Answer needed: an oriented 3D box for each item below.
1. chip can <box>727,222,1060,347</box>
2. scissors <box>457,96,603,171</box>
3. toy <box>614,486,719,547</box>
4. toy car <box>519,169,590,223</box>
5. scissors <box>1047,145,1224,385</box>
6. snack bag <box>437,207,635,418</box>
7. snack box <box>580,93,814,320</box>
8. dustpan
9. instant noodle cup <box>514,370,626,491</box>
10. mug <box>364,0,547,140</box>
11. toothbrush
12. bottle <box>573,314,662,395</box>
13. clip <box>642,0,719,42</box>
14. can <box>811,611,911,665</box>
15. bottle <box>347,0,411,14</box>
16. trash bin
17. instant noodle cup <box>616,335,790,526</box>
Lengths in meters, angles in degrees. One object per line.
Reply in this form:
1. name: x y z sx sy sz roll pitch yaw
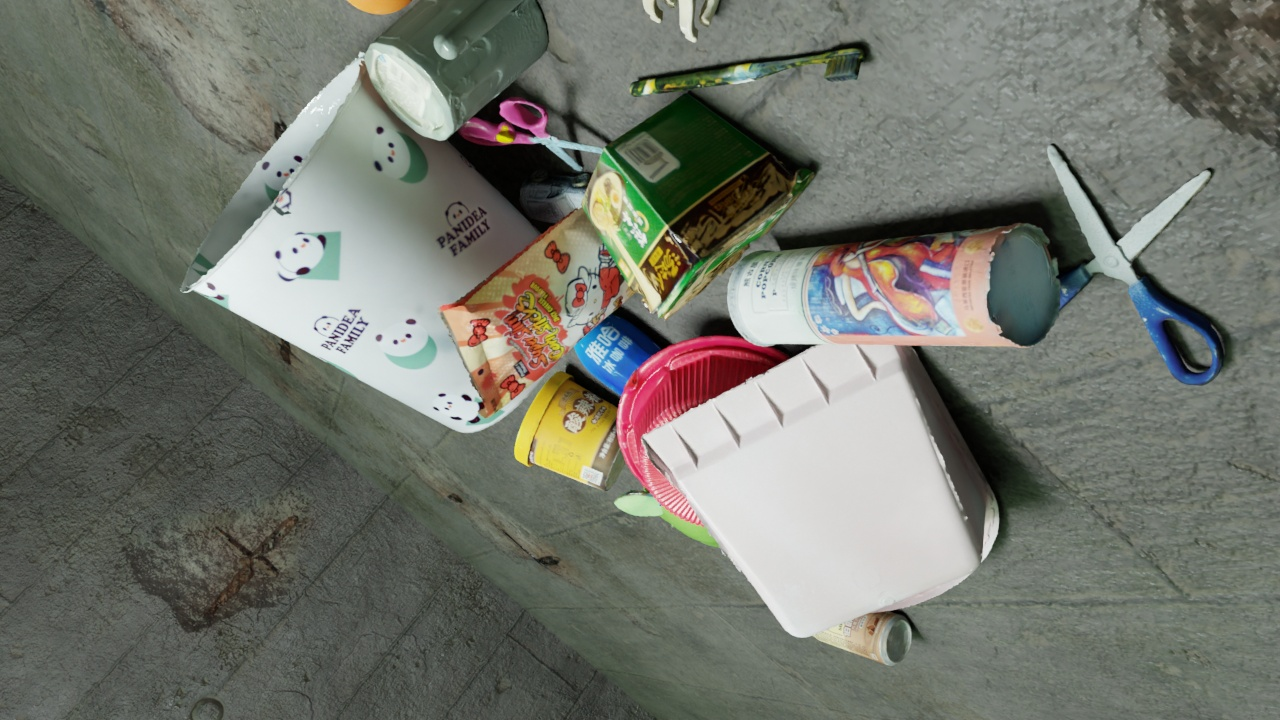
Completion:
1. chip can: 0.151 -0.043 0.587 0.071 0.071 0.215 51 155 -25
2. scissors: -0.076 -0.171 0.695 0.133 0.017 0.134 10 171 -2
3. toy: 0.077 0.149 0.971 0.227 0.090 0.246 24 176 30
4. toy car: -0.066 -0.136 0.782 0.091 0.034 0.043 14 142 40
5. scissors: 0.262 -0.046 0.514 0.176 0.012 0.163 45 154 -10
6. snack bag: -0.058 -0.056 0.697 0.073 0.207 0.129 33 153 26
7. snack box: 0.026 -0.108 0.624 0.105 0.118 0.118 48 156 4
8. dustpan: 0.165 0.109 0.761 0.223 0.138 0.273 -26 92 22
9. instant noodle cup: -0.070 0.089 1.080 0.114 0.118 0.119 26 153 10
10. mug: -0.119 -0.220 0.628 0.083 0.103 0.124 46 155 -16
11. toothbrush: 0.058 -0.174 0.568 0.012 0.017 0.186 10 180 -44
12. bottle: -0.005 0.005 0.903 0.218 0.065 0.065 38 155 4
13. clip: 0.025 -0.223 0.505 0.034 0.070 0.100 33 162 14
14. can: 0.255 0.314 1.079 0.116 0.058 0.058 4 138 51
15. bottle: -0.169 -0.302 0.614 0.067 0.066 0.150 41 148 -4
16. trash bin: -0.198 -0.080 0.764 0.252 0.229 0.230 39 158 -29
17. instant noodle cup: 0.070 0.077 0.798 0.194 0.065 0.194 3 118 6
